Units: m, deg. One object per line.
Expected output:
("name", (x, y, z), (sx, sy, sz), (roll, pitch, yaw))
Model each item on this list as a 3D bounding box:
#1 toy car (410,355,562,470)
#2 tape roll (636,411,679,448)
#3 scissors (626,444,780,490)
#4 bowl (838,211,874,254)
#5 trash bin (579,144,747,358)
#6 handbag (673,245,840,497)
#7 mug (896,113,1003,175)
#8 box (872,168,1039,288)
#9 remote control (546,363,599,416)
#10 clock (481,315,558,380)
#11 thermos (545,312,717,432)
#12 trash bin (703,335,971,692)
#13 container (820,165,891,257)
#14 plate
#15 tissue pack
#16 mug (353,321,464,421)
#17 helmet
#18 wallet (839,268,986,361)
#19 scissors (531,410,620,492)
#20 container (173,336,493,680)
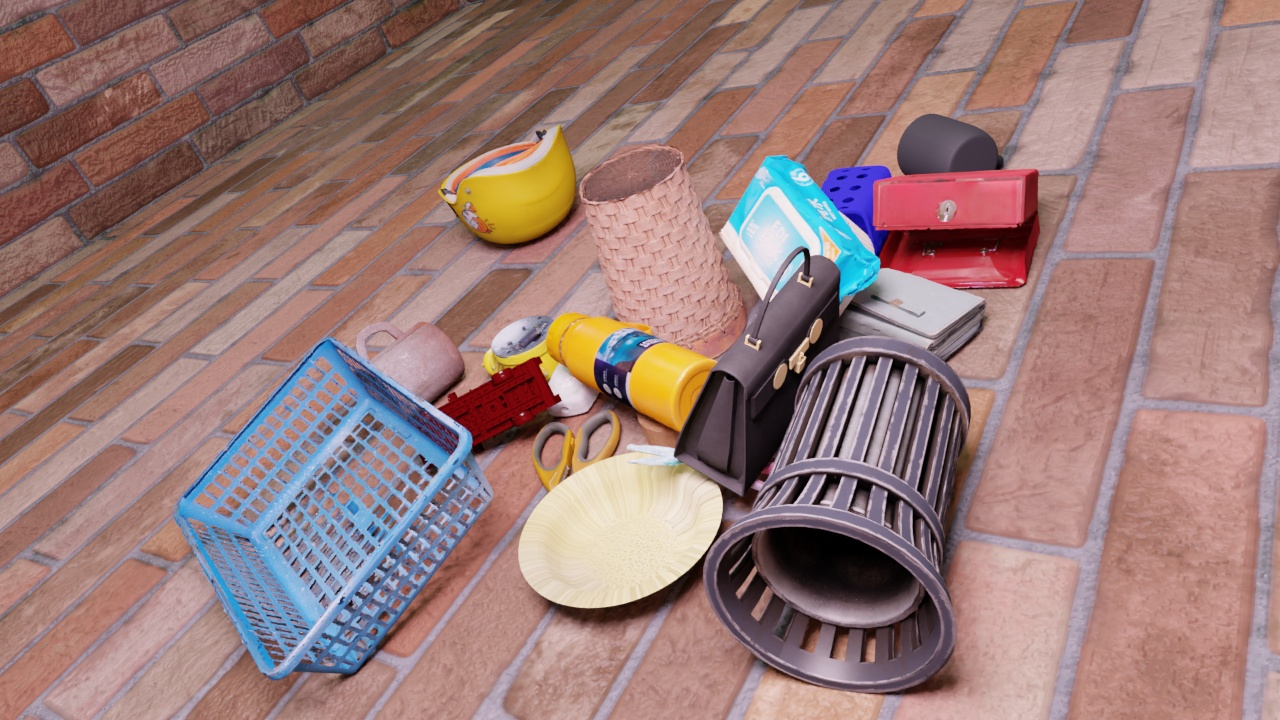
("toy car", (-0.168, 0.055, 1.005), (0.170, 0.070, 0.061), (-27, 0, 16))
("tape roll", (0.045, 0.052, 0.936), (0.094, 0.027, 0.093), (-16, 33, 10))
("scissors", (0.069, 0.081, 0.835), (0.178, 0.016, 0.101), (6, 34, 3))
("bowl", (0.207, -0.107, 1.007), (0.062, 0.115, 0.115), (11, 15, -34))
("trash bin", (0.021, -0.114, 1.024), (0.151, 0.210, 0.151), (-16, 33, 11))
("handbag", (0.111, -0.017, 0.769), (0.072, 0.196, 0.175), (29, 53, 20))
("mug", (0.396, -0.252, 1.137), (0.121, 0.085, 0.094), (-1, 26, -23))
("box", (0.341, -0.162, 0.990), (0.158, 0.127, 0.136), (0, 33, 30))
("remote control", (-0.071, 0.020, 1.052), (0.060, 0.028, 0.114), (-9, 34, 20))
("clock", (-0.144, -0.013, 1.117), (0.119, 0.057, 0.083), (8, 43, 38))
("thermos", (-0.006, 0.006, 0.944), (0.091, 0.076, 0.233), (2, 14, -39))
("trash bin", (0.161, 0.098, 0.682), (0.164, 0.164, 0.226), (-2, 34, 28))
("container", (0.249, -0.168, 1.086), (0.085, 0.085, 0.113), (2, 38, 32))
("plate", (-0.014, 0.156, 0.809), (0.184, 0.036, 0.184), (-14, 33, 9))
("tissue pack", (0.163, -0.115, 0.960), (0.066, 0.117, 0.209), (8, 39, -35))
("mug", (-0.291, 0.003, 1.123), (0.096, 0.123, 0.110), (-8, 29, 46))
("helmet", (-0.198, -0.260, 1.442), (0.208, 0.140, 0.240), (-36, 22, -21))
("wallet", (0.269, -0.044, 0.928), (0.100, 0.054, 0.132), (-38, 41, -22))
("scissors", (-0.083, 0.131, 0.909), (0.114, 0.016, 0.228), (-10, 36, 20))
("container", (-0.305, 0.137, 0.915), (0.256, 0.089, 0.363), (-52, 40, -12))
